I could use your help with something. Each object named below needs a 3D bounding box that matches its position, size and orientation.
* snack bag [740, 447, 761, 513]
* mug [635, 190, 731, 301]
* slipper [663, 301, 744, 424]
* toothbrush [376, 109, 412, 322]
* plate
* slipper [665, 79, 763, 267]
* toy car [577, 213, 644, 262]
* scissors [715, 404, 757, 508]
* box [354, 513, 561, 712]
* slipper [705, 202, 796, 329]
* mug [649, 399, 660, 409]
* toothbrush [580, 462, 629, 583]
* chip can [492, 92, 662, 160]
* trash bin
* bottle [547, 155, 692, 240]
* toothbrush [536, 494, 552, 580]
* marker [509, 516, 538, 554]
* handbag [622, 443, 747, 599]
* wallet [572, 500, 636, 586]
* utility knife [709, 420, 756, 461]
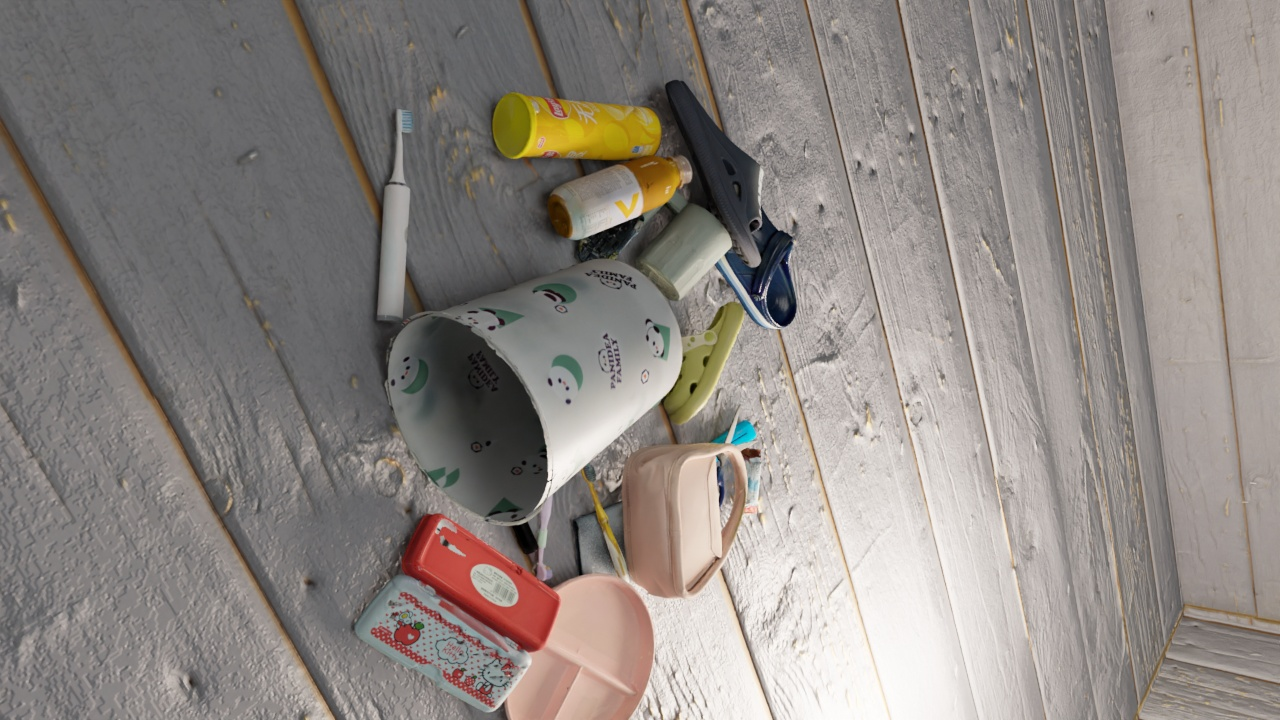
[{"bbox_3d":[0.163,0.183,1.374,0.045,0.026,0.105,9,85,-36],"label":"snack bag"},{"bbox_3d":[0.041,-0.154,1.196,0.124,0.084,0.103,43,77,-7],"label":"mug"},{"bbox_3d":[0.074,-0.005,1.251,0.081,0.092,0.190,29,77,-2],"label":"slipper"},{"bbox_3d":[-0.252,-0.150,0.947,0.026,0.027,0.221,4,89,-23],"label":"toothbrush"},{"bbox_3d":[-0.076,0.374,1.133,0.229,0.028,0.229,-4,96,-39],"label":"plate"},{"bbox_3d":[0.116,-0.255,1.207,0.110,0.083,0.268,-12,78,-86],"label":"slipper"},{"bbox_3d":[-0.037,-0.155,1.150,0.049,0.031,0.105,35,66,3],"label":"toy car"},{"bbox_3d":[0.110,0.144,1.307,0.175,0.012,0.162,-2,98,-44],"label":"scissors"},{"bbox_3d":[-0.190,0.276,0.996,0.201,0.060,0.160,42,64,-26],"label":"box"},{"bbox_3d":[0.174,-0.146,1.327,0.104,0.095,0.253,-52,128,-34],"label":"slipper"},{"bbox_3d":[-0.007,0.007,1.168,0.111,0.082,0.106,14,80,-76],"label":"mug"},{"bbox_3d":[-0.042,0.206,1.151,0.016,0.018,0.191,-33,116,-34],"label":"toothbrush"},{"bbox_3d":[-0.071,-0.273,1.092,0.212,0.072,0.072,-10,99,-45],"label":"chip can"},{"bbox_3d":[-0.098,0.015,0.979,0.251,0.230,0.230,-32,114,-45],"label":"trash bin"},{"bbox_3d":[-0.021,-0.206,1.119,0.189,0.068,0.068,-26,110,-26],"label":"bottle"},{"bbox_3d":[-0.110,0.169,1.108,0.021,0.029,0.189,5,87,-7],"label":"toothbrush"},{"bbox_3d":[-0.151,0.168,1.065,0.022,0.020,0.132,-44,121,-47],"label":"marker"},{"bbox_3d":[0.080,0.195,1.231,0.233,0.093,0.193,-17,107,-49],"label":"handbag"},{"bbox_3d":[-0.043,0.247,1.180,0.097,0.019,0.121,-15,103,-42],"label":"wallet"},{"bbox_3d":[0.102,0.134,1.319,0.190,0.018,0.034,-27,111,-39],"label":"utility knife"}]
